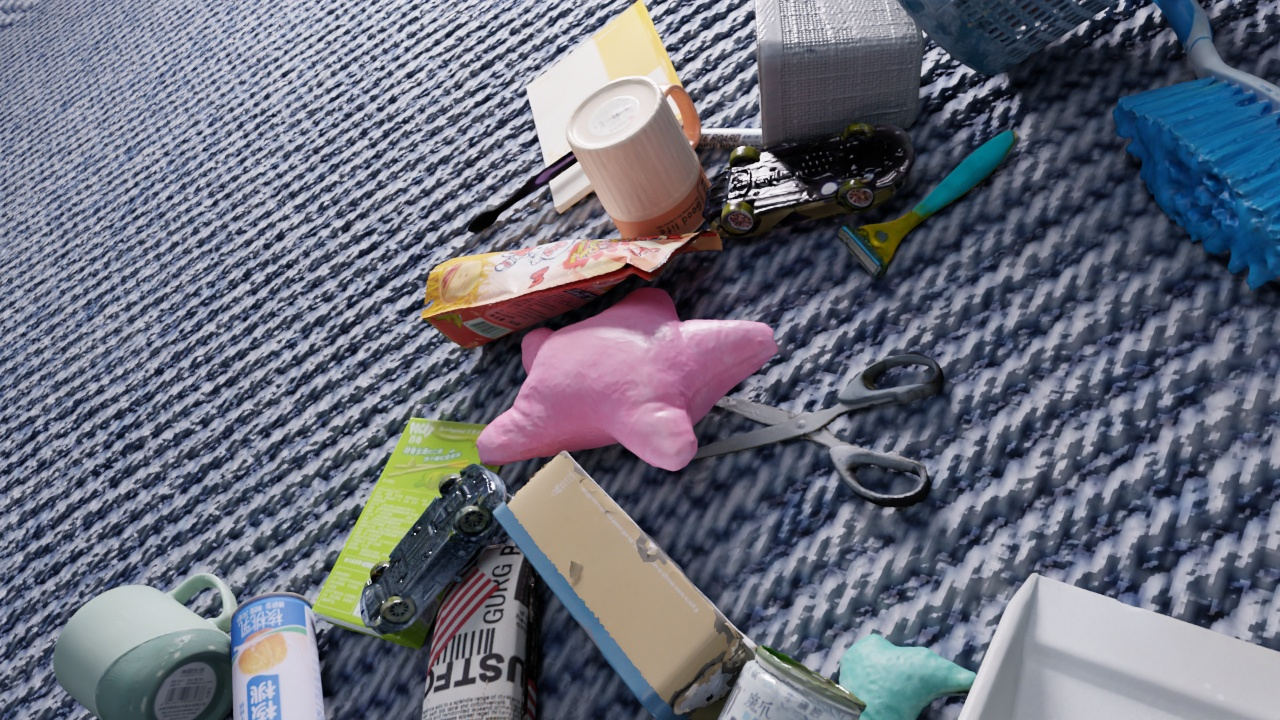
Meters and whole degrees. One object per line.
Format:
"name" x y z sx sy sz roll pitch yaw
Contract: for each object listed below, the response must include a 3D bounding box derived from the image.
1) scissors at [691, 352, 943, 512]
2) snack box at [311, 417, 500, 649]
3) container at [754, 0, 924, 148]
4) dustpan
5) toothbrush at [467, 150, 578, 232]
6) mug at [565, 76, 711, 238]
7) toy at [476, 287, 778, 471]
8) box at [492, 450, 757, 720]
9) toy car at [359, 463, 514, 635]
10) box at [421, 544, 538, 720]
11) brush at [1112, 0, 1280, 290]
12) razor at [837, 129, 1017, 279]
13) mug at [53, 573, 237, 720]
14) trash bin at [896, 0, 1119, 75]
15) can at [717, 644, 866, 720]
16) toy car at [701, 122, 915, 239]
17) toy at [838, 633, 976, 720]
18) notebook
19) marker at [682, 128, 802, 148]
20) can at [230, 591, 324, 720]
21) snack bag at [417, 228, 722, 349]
"scissors" 0.106 0.042 0.562 0.178 0.014 0.159 -35 44 3
"snack box" -0.157 0.114 0.637 0.086 0.026 0.156 3 58 30
"container" 0.144 -0.220 0.678 0.114 0.090 0.090 -3 52 8
"dustpan" 0.197 0.195 0.305 0.223 0.142 0.257 14 65 35
"toothbrush" -0.077 -0.165 0.802 0.189 0.014 0.016 -31 31 17
"mug" 0.008 -0.162 0.706 0.082 0.106 0.114 16 65 36
"toy" -0.004 0.004 0.608 0.195 0.075 0.178 -4 41 25
"box" -0.009 0.124 0.508 0.060 0.090 0.184 -45 45 -8
"toy car" -0.127 0.119 0.571 0.120 0.037 0.054 -48 31 -2
"box" -0.094 0.180 0.534 0.070 0.055 0.164 -34 41 27
"brush" 0.344 -0.170 0.570 0.109 0.060 0.314 -20 46 6
"razor" 0.197 -0.109 0.614 0.132 0.028 0.043 -38 70 1
"mug" -0.323 0.199 0.628 0.106 0.082 0.111 11 49 35
"trash bin" 0.265 -0.307 0.600 0.196 0.226 0.226 -40 37 40
"can" 0.045 0.208 0.413 0.058 0.058 0.146 23 81 39
"toy car" 0.119 -0.127 0.661 0.158 0.042 0.070 -8 53 28
"toy" 0.105 0.175 0.446 0.097 0.030 0.091 9 58 42
"notebook" -0.035 -0.237 0.835 0.146 0.010 0.206 -32 45 18
"marker" 0.064 -0.182 0.752 0.146 0.017 0.016 10 61 34
"can" -0.228 0.216 0.579 0.053 0.053 0.134 -31 47 4
"snack bag" -0.055 -0.060 0.674 0.208 0.073 0.128 -10 9 29
